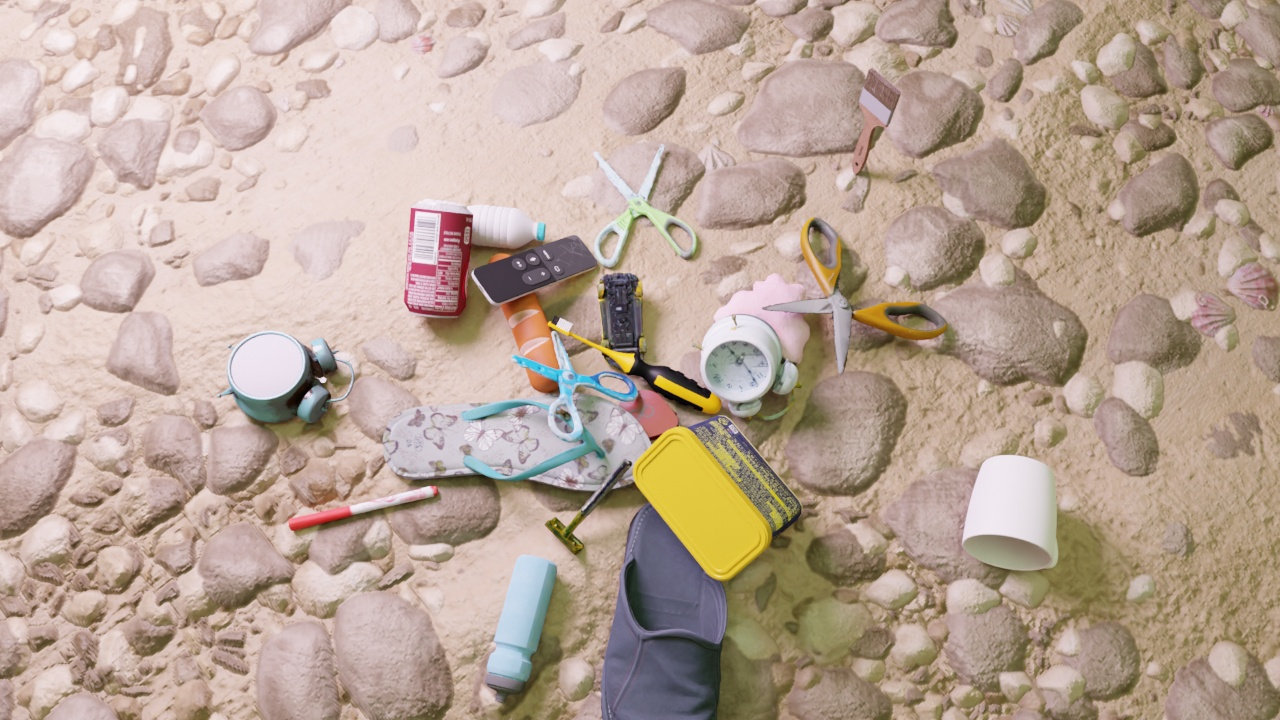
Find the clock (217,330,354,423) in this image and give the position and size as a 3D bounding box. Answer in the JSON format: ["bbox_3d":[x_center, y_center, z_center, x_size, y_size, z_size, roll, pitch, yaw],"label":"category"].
[{"bbox_3d":[-0.350,0.016,0.913,0.124,0.053,0.090,3,68,-5],"label":"clock"}]

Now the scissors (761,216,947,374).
[{"bbox_3d":[0.220,-0.072,0.977,0.225,0.016,0.229,1,53,-22],"label":"scissors"}]

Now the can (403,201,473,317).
[{"bbox_3d":[-0.208,-0.104,0.943,0.063,0.063,0.114,6,98,-1],"label":"can"}]

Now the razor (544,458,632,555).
[{"bbox_3d":[-0.044,0.134,0.874,0.042,0.026,0.106,43,104,14],"label":"razor"}]

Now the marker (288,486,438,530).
[{"bbox_3d":[-0.267,0.142,0.889,0.142,0.013,0.012,-13,69,-9],"label":"marker"}]

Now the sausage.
[{"bbox_3d":[-0.118,-0.040,0.953,0.039,0.044,0.164,-31,69,15],"label":"sausage"}]

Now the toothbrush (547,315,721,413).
[{"bbox_3d":[-0.006,0.005,0.939,0.196,0.031,0.031,26,102,-3],"label":"toothbrush"}]

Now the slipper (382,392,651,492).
[{"bbox_3d":[-0.121,0.072,0.897,0.269,0.055,0.098,3,70,2],"label":"slipper"}]

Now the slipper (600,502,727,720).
[{"bbox_3d":[0.024,0.249,0.826,0.109,0.084,0.265,6,70,-4],"label":"slipper"}]

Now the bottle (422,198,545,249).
[{"bbox_3d":[-0.171,-0.146,0.993,0.136,0.044,0.044,6,68,-1],"label":"bottle"}]

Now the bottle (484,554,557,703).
[{"bbox_3d":[-0.111,0.246,0.841,0.040,0.040,0.129,13,68,2],"label":"bottle"}]

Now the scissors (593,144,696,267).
[{"bbox_3d":[-0.007,-0.172,1.029,0.165,0.024,0.171,-39,73,-11],"label":"scissors"}]

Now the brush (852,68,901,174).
[{"bbox_3d":[0.252,-0.253,1.007,0.008,0.143,0.045,-33,65,-17],"label":"brush"}]

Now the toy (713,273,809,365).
[{"bbox_3d":[0.136,-0.049,0.969,0.102,0.050,0.093,28,65,2],"label":"toy"}]

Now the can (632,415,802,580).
[{"bbox_3d":[0.076,0.123,0.859,0.135,0.104,0.075,50,116,15],"label":"can"}]

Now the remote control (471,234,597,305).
[{"bbox_3d":[-0.108,-0.096,0.962,0.146,0.008,0.045,-26,75,-40],"label":"remote control"}]

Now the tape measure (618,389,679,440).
[{"bbox_3d":[0.007,0.056,0.935,0.059,0.019,0.051,-16,70,1],"label":"tape measure"}]

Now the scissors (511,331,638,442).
[{"bbox_3d":[-0.060,0.025,0.899,0.140,0.011,0.134,3,49,-30],"label":"scissors"}]

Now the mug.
[{"bbox_3d":[0.373,0.155,0.895,0.114,0.081,0.087,34,59,-23],"label":"mug"}]

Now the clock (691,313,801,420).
[{"bbox_3d":[0.110,0.009,0.928,0.083,0.057,0.117,-37,102,22],"label":"clock"}]

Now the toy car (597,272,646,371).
[{"bbox_3d":[-0.020,-0.042,0.966,0.049,0.030,0.107,-2,82,-5],"label":"toy car"}]
